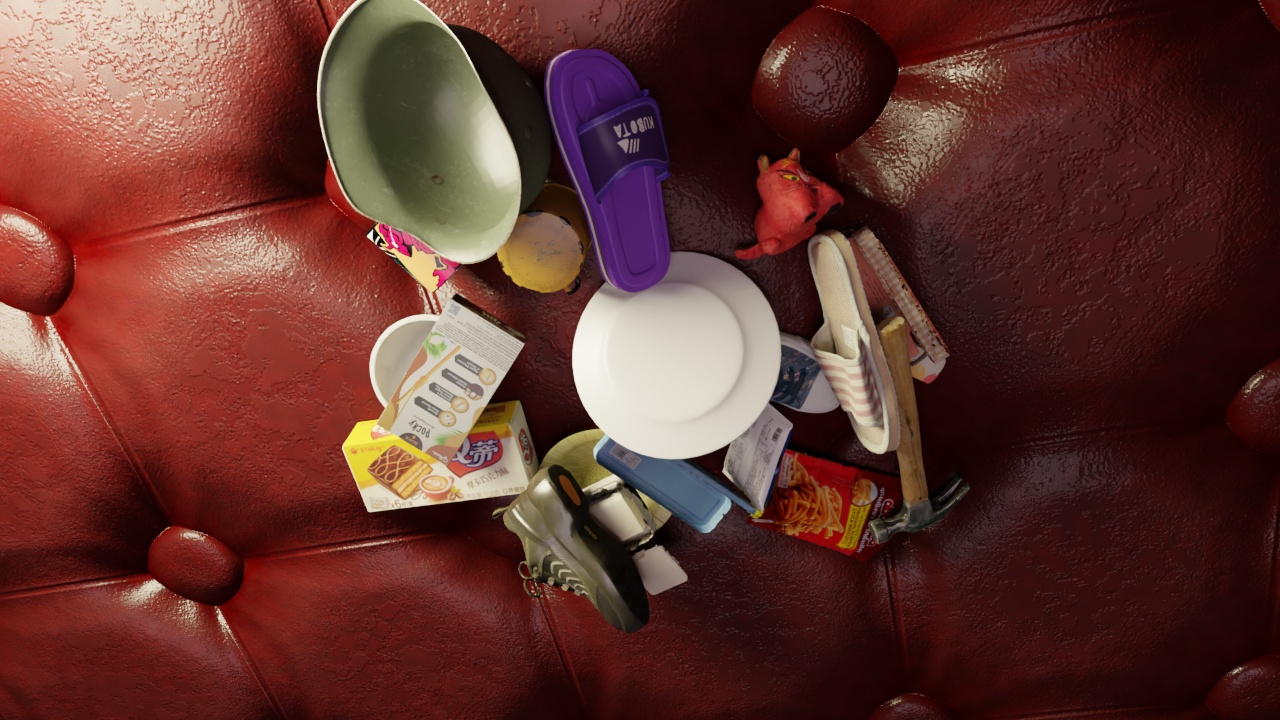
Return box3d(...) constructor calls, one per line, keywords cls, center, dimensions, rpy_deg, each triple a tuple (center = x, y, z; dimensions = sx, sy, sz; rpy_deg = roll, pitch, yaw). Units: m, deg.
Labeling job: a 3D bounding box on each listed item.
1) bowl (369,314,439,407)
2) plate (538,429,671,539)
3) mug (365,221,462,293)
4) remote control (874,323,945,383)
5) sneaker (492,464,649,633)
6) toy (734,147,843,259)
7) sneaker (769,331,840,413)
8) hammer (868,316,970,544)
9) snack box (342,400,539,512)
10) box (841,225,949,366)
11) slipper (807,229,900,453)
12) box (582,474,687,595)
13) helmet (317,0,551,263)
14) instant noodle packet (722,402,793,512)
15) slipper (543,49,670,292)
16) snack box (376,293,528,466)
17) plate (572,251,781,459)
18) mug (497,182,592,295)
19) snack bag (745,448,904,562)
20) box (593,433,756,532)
box3d(cls="bowl", center=(-0.258, 0.011, 1.145), dimensions=(0.149, 0.043, 0.150), rpy_deg=(1, 107, 2))
box3d(cls="plate", center=(-0.042, 0.159, 1.217), dimensions=(0.184, 0.036, 0.185), rpy_deg=(2, 119, 4))
box3d(cls="mug", center=(-0.236, -0.153, 1.047), dimensions=(0.098, 0.082, 0.118), rpy_deg=(43, 86, -17))
box3d(cls="remote control", center=(0.309, -0.010, 1.107), dimensions=(0.125, 0.018, 0.038), rpy_deg=(24, 114, -10))
box3d(cls="sneaker", center=(-0.101, 0.262, 1.149), dimensions=(0.143, 0.101, 0.238), rpy_deg=(-33, 95, 15))
box3d(cls="toy", center=(0.150, -0.168, 1.021), dimensions=(0.094, 0.087, 0.133), rpy_deg=(56, 134, 12))
box3d(cls="sneaker", center=(0.140, 0.008, 1.096), dimensions=(0.235, 0.079, 0.088), rpy_deg=(21, 118, -6))
box3d(cls="hammer", center=(0.323, 0.086, 1.107), dimensions=(0.132, 0.033, 0.331), rpy_deg=(-20, 125, 0))
box3d(cls="snack box", center=(-0.259, 0.125, 1.202), dimensions=(0.230, 0.061, 0.110), rpy_deg=(-8, 116, 9))
box3d(cls="box", center=(0.285, -0.069, 1.048), dimensions=(0.071, 0.056, 0.187), rpy_deg=(-26, 108, 36))
box3d(cls="slipper", center=(0.231, -0.016, 1.036), dimensions=(0.052, 0.115, 0.263), rpy_deg=(-18, 100, -12))
box3d(cls="box", center=(-0.037, 0.245, 1.215), dimensions=(0.145, 0.057, 0.187), rpy_deg=(-27, 110, 19))
box3d(cls="helmet", center=(-0.182, -0.231, 0.936), dimensions=(0.228, 0.153, 0.267), rpy_deg=(-34, 83, 37))
box3d(cls="instant noodle packet", center=(0.145, 0.112, 1.154), dimensions=(0.026, 0.087, 0.134), rpy_deg=(-7, 124, -33))
box3d(cls="slipper", center=(-0.012, -0.195, 0.967), dimensions=(0.107, 0.084, 0.267), rpy_deg=(-27, 118, -26))
box3d(cls="snack box", center=(-0.227, 0.025, 1.107), dimensions=(0.101, 0.031, 0.186), rpy_deg=(32, 105, -7))
box3d(cls="plate", center=(0.038, -0.009, 1.046), dimensions=(0.243, 0.016, 0.242), rpy_deg=(-2, 79, 12))
box3d(cls="mug", center=(-0.100, -0.127, 1.034), dimensions=(0.101, 0.094, 0.124), rpy_deg=(-21, 115, 15))
box3d(cls="snack bag", center=(0.253, 0.189, 1.212), dimensions=(0.208, 0.066, 0.139), rpy_deg=(17, 113, -15))
box3d(cls="box", center=(0.043, 0.154, 1.144), dimensions=(0.209, 0.085, 0.073), rpy_deg=(36, 88, -25))
